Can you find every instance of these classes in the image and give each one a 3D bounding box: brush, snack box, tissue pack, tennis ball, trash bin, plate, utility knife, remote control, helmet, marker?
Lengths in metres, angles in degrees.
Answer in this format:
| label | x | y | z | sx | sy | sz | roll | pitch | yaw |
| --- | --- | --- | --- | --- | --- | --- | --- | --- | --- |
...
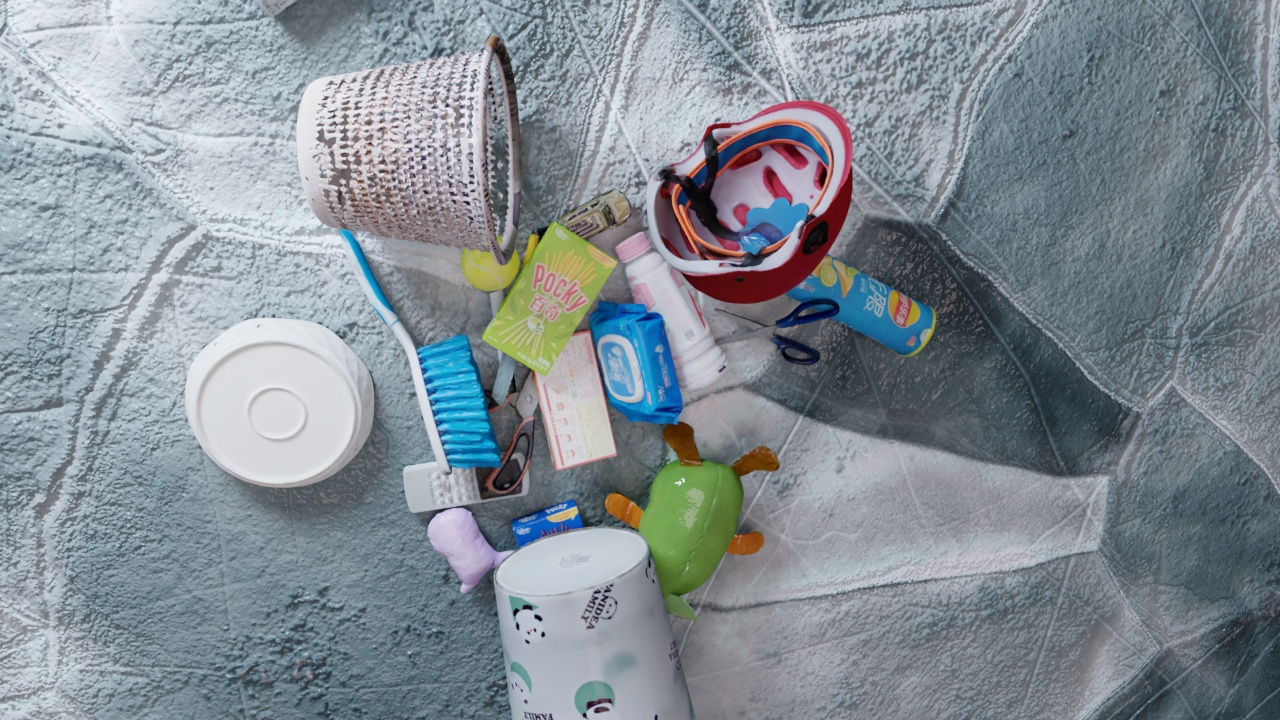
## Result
| label | x | y | z | sx | sy | sz | roll | pitch | yaw |
| --- | --- | --- | --- | --- | --- | --- | --- | --- | --- |
| brush | -0.246 | -0.014 | 1.040 | 0.109 | 0.060 | 0.314 | -14 | 98 | -5 |
| snack box | -0.082 | 0.047 | 1.092 | 0.077 | 0.027 | 0.156 | -14 | 98 | -13 |
| tissue pack | -0.006 | 0.006 | 1.081 | 0.052 | 0.095 | 0.157 | -28 | 111 | -37 |
| tennis ball | -0.170 | -0.111 | 1.036 | 0.065 | 0.065 | 0.065 | -3 | 105 | -11 |
| trash bin | -0.231 | -0.210 | 0.935 | 0.192 | 0.227 | 0.228 | 0 | 104 | 1 |
| plate | -0.409 | 0.053 | 1.041 | 0.204 | 0.045 | 0.205 | -3 | 105 | -10 |
| trash bin | -0.059 | 0.347 | 1.075 | 0.229 | 0.229 | 0.252 | -12 | 101 | -8 |
| utility knife | -0.136 | -0.052 | 1.064 | 0.033 | 0.015 | 0.219 | 15 | 90 | -22 |
| snack box | -0.100 | 0.262 | 1.167 | 0.084 | 0.026 | 0.157 | -19 | 107 | -6 |
| remote control | -0.211 | 0.147 | 1.118 | 0.150 | 0.021 | 0.058 | -8 | 106 | -9 |
| snack box | -0.103 | -0.070 | 1.040 | 0.085 | 0.026 | 0.156 | 32 | 93 | -15 |
| helmet | 0.136 | -0.163 | 1.027 | 0.240 | 0.207 | 0.144 | -36 | 143 | 1 |
| marker | -0.163 | -0.025 | 1.074 | 0.022 | 0.018 | 0.131 | -8 | 96 | -5 |

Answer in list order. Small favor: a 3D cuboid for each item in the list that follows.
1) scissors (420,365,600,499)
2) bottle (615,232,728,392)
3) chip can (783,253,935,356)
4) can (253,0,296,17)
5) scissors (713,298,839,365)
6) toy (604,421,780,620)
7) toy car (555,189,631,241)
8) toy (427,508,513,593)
| label | x | y | z | sx | sy | sz | roll | pitch | yaw |
| --- | --- | --- | --- | --- | --- | --- | --- | --- | --- |
| scissors | -0.149 | 0.063 | 1.100 | 0.225 | 0.015 | 0.189 | -13 | 96 | -8 |
| bottle | 0.035 | -0.058 | 1.092 | 0.068 | 0.068 | 0.197 | -30 | 105 | -3 |
| chip can | 0.258 | -0.078 | 1.128 | 0.210 | 0.071 | 0.071 | 24 | 98 | -16 |
| can | -0.335 | -0.413 | 0.927 | 0.146 | 0.058 | 0.058 | -36 | 108 | 0 |
| scissors | 0.167 | -0.035 | 1.122 | 0.176 | 0.012 | 0.162 | -25 | 137 | 28 |
| toy | 0.062 | 0.198 | 1.152 | 0.227 | 0.090 | 0.247 | 19 | 103 | -15 |
| toy car | -0.052 | -0.164 | 1.063 | 0.090 | 0.035 | 0.042 | -29 | 109 | -6 |
| toy | -0.214 | 0.227 | 1.128 | 0.084 | 0.039 | 0.108 | -34 | 106 | -1 |
